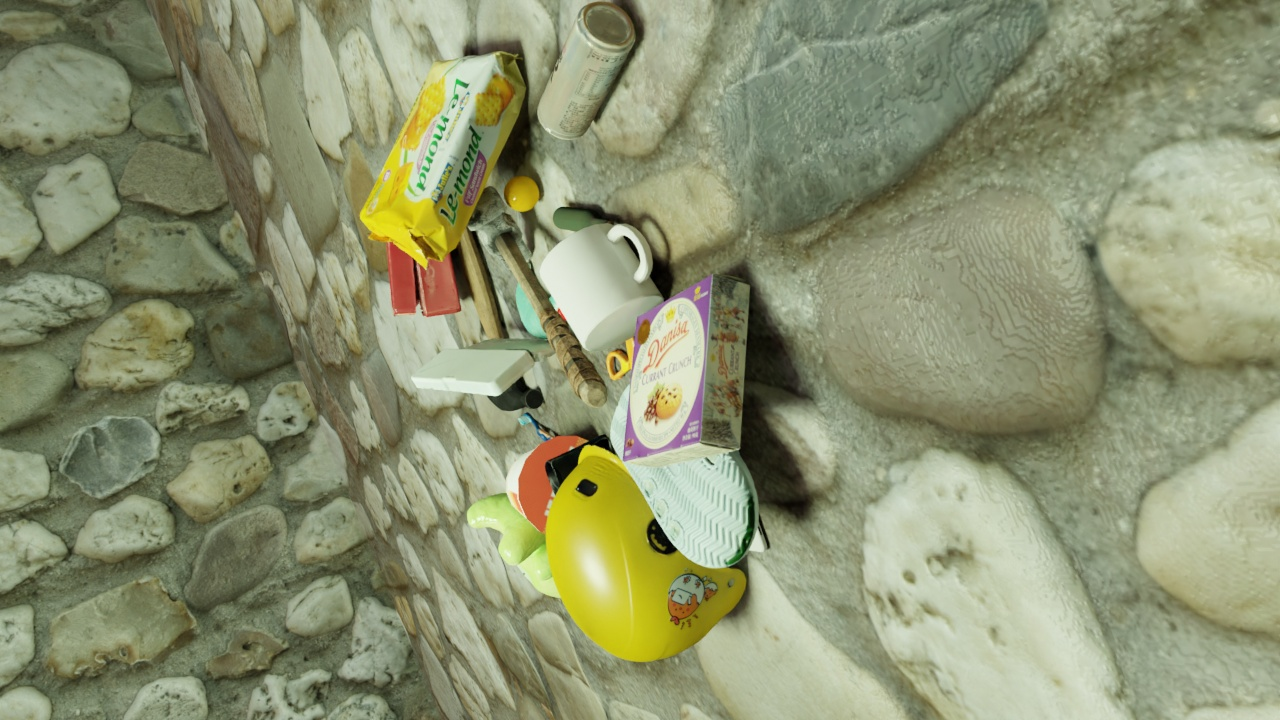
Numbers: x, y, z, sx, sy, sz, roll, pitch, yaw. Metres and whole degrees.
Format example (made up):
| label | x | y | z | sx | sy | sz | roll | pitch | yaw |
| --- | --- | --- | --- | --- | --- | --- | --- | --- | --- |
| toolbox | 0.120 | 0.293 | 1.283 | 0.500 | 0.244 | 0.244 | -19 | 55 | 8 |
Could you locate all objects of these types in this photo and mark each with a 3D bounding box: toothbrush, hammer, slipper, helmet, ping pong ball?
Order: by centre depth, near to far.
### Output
| label | x | y | z | sx | sy | sz | roll | pitch | yaw |
| --- | --- | --- | --- | --- | --- | --- | --- | --- | --- |
| slipper | 0.047 | 0.098 | 0.885 | 0.245 | 0.074 | 0.104 | 46 | 116 | 52 |
| helmet | -0.023 | 0.223 | 0.979 | 0.240 | 0.139 | 0.210 | 49 | 153 | -9 |
| hammer | -0.108 | -0.064 | 0.983 | 0.318 | 0.049 | 0.121 | 57 | 179 | 41 |
| ping pong ball | -0.135 | -0.189 | 1.039 | 0.040 | 0.040 | 0.040 | 40 | 141 | 42 |
| toothbrush | -0.133 | 0.102 | 1.268 | 0.135 | 0.017 | 0.021 | 30 | 144 | 49 |
| hammer | -0.218 | -0.078 | 1.271 | 0.132 | 0.040 | 0.305 | -1 | 108 | 57 |

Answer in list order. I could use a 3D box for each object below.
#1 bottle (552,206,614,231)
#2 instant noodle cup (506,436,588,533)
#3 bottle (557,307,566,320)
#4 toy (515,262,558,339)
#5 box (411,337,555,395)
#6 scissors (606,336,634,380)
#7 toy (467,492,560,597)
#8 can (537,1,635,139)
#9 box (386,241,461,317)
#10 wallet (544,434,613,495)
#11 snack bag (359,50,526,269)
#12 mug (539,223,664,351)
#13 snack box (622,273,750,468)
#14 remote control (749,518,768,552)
| label | x | y | z | sx | sy | sz | roll | pitch | yaw |
| --- | --- | --- | --- | --- | --- | --- | --- | --- | --- |
| bottle | -0.058 | -0.145 | 0.953 | 0.106 | 0.025 | 0.025 | 20 | 126 | 54 |
| instant noodle cup | -0.111 | 0.159 | 1.170 | 0.121 | 0.123 | 0.123 | -14 | 97 | 67 |
| bottle | -0.061 | -0.057 | 1.009 | 0.119 | 0.036 | 0.036 | -3 | 107 | 61 |
| toy | -0.119 | -0.069 | 1.111 | 0.105 | 0.033 | 0.085 | 26 | 118 | 48 |
| box | -0.185 | -0.002 | 1.129 | 0.197 | 0.134 | 0.041 | 4 | 124 | 49 |
| scissors | -0.002 | 0.012 | 0.983 | 0.128 | 0.011 | 0.126 | 63 | 152 | 5 |
| toy | -0.144 | 0.257 | 1.292 | 0.150 | 0.107 | 0.197 | 36 | 174 | 37 |
| can | -0.051 | -0.260 | 0.830 | 0.054 | 0.054 | 0.136 | 63 | 152 | 9 |
| box | -0.305 | -0.125 | 1.288 | 0.157 | 0.092 | 0.129 | -149 | 51 | -77 |
| wallet | -0.059 | 0.157 | 1.106 | 0.026 | 0.089 | 0.115 | -14 | 96 | 56 |
| snack bag | -0.218 | -0.225 | 1.018 | 0.160 | 0.068 | 0.247 | 22 | 87 | 50 |
| mug | -0.030 | -0.080 | 0.892 | 0.090 | 0.090 | 0.122 | 58 | 133 | 18 |
| snack box | 0.039 | 0.014 | 0.810 | 0.144 | 0.040 | 0.147 | -25 | 56 | 60 |
| remote control | 0.082 | 0.172 | 0.955 | 0.147 | 0.008 | 0.045 | -11 | 100 | 61 |
